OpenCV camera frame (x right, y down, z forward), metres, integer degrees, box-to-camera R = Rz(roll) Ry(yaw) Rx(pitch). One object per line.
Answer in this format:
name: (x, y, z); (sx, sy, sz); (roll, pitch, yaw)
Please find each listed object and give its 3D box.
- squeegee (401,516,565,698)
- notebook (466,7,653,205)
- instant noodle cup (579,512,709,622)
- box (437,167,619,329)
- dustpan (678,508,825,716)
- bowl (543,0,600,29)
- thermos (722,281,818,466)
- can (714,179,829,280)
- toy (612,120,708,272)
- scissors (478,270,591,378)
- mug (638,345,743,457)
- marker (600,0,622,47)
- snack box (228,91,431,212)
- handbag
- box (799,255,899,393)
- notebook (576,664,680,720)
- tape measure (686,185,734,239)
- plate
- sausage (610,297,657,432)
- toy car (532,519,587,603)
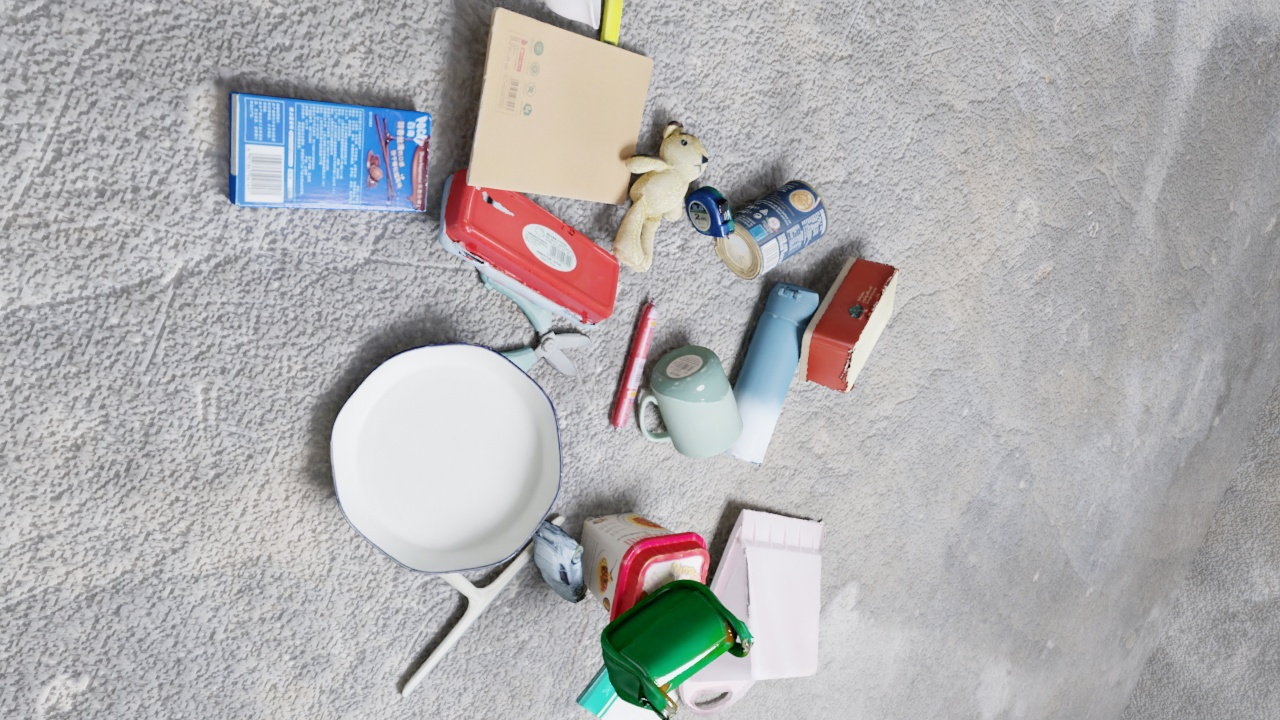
squeegee: (-0.209, 0.189, 0.900); (0.246, 0.039, 0.246); (-47, 128, -15)
notebook: (-0.068, -0.224, 0.845); (0.207, 0.008, 0.148); (-5, 111, -51)
instant noodle cup: (-0.004, 0.231, 1.020); (0.116, 0.124, 0.117); (0, 106, -38)
box: (-0.103, -0.099, 0.860); (0.201, 0.049, 0.087); (30, 57, -41)
dustpan: (0.139, 0.338, 1.234); (0.222, 0.139, 0.273); (23, 64, -47)
bowl: (-0.070, -0.346, 0.784); (0.065, 0.118, 0.118); (0, 111, 3)
thermos: (0.154, 0.014, 1.104); (0.070, 0.070, 0.220); (16, 96, -41)
can: (0.147, -0.146, 1.031); (0.111, 0.075, 0.075); (-33, 124, -24)
toy: (0.019, -0.163, 0.929); (0.105, 0.066, 0.157); (36, 75, -47)
scissors: (-0.127, -0.015, 0.903); (0.177, 0.019, 0.174); (-49, 130, -15)
mug: (0.049, 0.048, 1.031); (0.112, 0.082, 0.106); (-20, 123, 4)
marker: (-0.034, -0.287, 0.878); (0.018, 0.015, 0.124); (-8, 115, -44)
snack box: (-0.249, -0.166, 0.744); (0.156, 0.026, 0.084); (-5, 109, -37)
handbag: (0.033, 0.288, 0.910); (0.131, 0.120, 0.068); (-27, 116, -25)
box: (0.262, -0.042, 1.115); (0.167, 0.079, 0.091); (-53, 151, -36)
notebook: (0.026, 0.380, 1.175); (0.209, 0.012, 0.150); (-50, 129, -12)
tape measure: (0.075, -0.159, 0.982); (0.025, 0.058, 0.054); (-29, 118, -27)
plate: (-0.172, 0.087, 0.830); (0.204, 0.045, 0.205); (1, 87, -10)
sausage: (-0.006, 0.006, 1.005); (0.020, 0.020, 0.156); (10, 100, -40)
toy car: (-0.088, 0.218, 0.980); (0.036, 0.054, 0.121); (-42, 145, -31)
